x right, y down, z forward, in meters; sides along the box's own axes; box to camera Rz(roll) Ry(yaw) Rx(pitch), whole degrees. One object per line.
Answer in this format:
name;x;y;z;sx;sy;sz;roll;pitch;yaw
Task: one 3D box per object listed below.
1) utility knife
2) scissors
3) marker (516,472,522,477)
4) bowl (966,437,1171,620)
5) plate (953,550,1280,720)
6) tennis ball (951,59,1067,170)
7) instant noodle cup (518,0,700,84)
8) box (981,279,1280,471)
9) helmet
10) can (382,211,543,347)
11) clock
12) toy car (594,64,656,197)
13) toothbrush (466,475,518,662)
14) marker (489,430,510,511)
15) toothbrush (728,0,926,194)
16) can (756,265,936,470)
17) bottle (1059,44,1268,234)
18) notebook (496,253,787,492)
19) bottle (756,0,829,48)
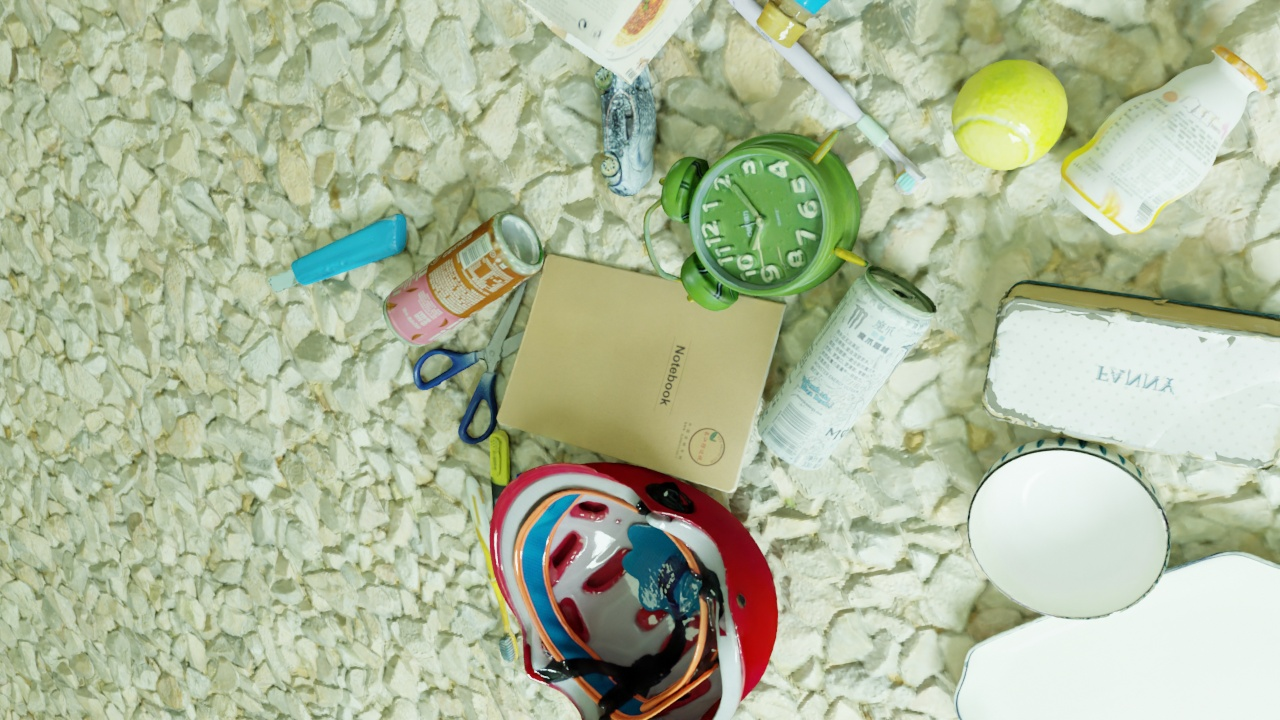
utility knife;-0.288;-0.094;0.857;0.188;0.018;0.034;-14;86;30
scissors;-0.143;0.000;0.816;0.161;0.012;0.163;13;109;22
marker;-0.104;0.173;0.844;0.017;0.016;0.146;6;107;25
bowl;0.279;0.102;0.602;0.117;0.066;0.116;7;107;25
plate;0.348;0.222;0.620;0.266;0.034;0.162;-36;87;30
tennis ball;0.223;-0.149;0.557;0.065;0.065;0.065;8;108;25
instant noodle cup;-0.009;-0.261;0.600;0.116;0.116;0.124;37;101;13
box;0.311;0.007;0.564;0.184;0.061;0.090;13;111;21
helmet;0.005;0.178;0.722;0.240;0.143;0.207;46;119;24
can;-0.151;-0.066;0.773;0.148;0.057;0.058;-29;91;30
clock;0.076;-0.097;0.652;0.162;0.056;0.116;-10;99;29
toy car;-0.008;-0.174;0.676;0.031;0.048;0.106;7;108;29
toothbrush;-0.142;0.200;0.870;0.016;0.018;0.191;-6;102;26
marker;-0.129;0.124;0.843;0.018;0.015;0.124;9;110;22
toothbrush;0.123;-0.186;0.624;0.021;0.029;0.189;-39;82;-11
can;0.142;0.008;0.648;0.058;0.058;0.147;37;117;13
bottle;0.299;-0.125;0.527;0.063;0.063;0.109;45;120;8
notebook;-0.004;0.004;0.715;0.208;0.008;0.147;14;85;23
bottle;0.147;-0.290;0.555;0.065;0.065;0.219;44;120;9
